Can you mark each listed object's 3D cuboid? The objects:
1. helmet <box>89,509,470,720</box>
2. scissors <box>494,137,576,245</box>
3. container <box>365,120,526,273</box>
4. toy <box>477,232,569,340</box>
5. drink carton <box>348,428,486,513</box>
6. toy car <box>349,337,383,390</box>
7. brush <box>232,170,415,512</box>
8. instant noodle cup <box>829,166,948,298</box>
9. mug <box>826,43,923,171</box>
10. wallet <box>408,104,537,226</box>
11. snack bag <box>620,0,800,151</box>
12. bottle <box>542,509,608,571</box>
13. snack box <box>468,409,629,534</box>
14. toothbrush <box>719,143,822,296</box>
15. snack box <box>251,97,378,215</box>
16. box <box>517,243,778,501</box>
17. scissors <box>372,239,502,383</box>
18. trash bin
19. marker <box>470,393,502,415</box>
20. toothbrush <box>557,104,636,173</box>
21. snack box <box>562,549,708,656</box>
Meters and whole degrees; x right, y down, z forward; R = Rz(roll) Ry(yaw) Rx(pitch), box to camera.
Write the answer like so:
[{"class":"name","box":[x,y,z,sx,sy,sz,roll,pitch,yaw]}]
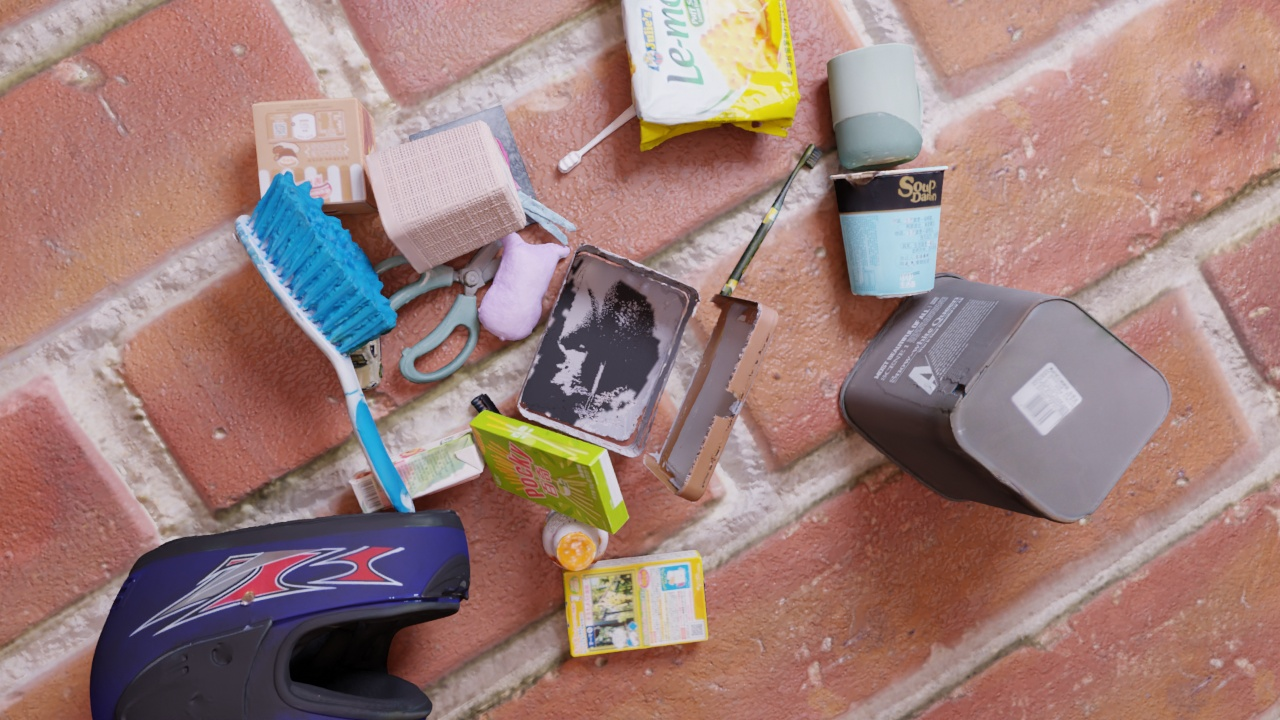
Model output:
[{"class":"helmet","box":[-0.293,0.268,0.783,0.315,0.247,0.240,-11,75,3]},{"class":"scissors","box":[-0.124,-0.151,0.887,0.137,0.017,0.072,43,91,-11]},{"class":"container","box":[-0.171,-0.149,0.823,0.111,0.090,0.089,-21,68,1]},{"class":"toy","box":[-0.121,-0.071,0.890,0.083,0.039,0.108,18,95,-29]},{"class":"drink carton","box":[-0.212,0.108,0.886,0.122,0.053,0.045,-20,96,-4]},{"class":"toy car","box":[-0.273,-0.015,0.885,0.042,0.035,0.090,-3,95,-4]},{"class":"brush","box":[-0.257,-0.008,0.818,0.109,0.060,0.314,-32,98,11]},{"class":"instant noodle cup","box":[0.242,-0.124,0.896,0.111,0.111,0.120,-5,100,-5]},{"class":"mug","box":[0.240,-0.246,0.904,0.111,0.082,0.106,-10,93,-36]},{"class":"wallet","box":[-0.160,-0.177,0.897,0.097,0.019,0.121,-20,95,-2]},{"class":"snack bag","box":[0.058,-0.329,0.877,0.158,0.068,0.246,-7,88,-6]},{"class":"bottle","box":[-0.062,0.169,0.874,0.063,0.108,0.063,0,92,-4]},{"class":"snack box","box":[-0.086,0.100,0.844,0.026,0.156,0.086,-43,132,-35]},{"class":"toothbrush","box":[0.130,-0.137,0.927,0.017,0.012,0.186,31,89,-17]},{"class":"snack box","box":[-0.298,-0.186,0.853,0.092,0.077,0.094,-5,92,-5]},{"class":"box","box":[-0.014,-0.001,0.835,0.157,0.217,0.180,22,92,-18]},{"class":"scissors","box":[-0.182,-0.049,0.892,0.178,0.019,0.161,-25,111,-19]},{"class":"trash bin","box":[0.330,0.034,0.849,0.198,0.220,0.199,37,90,-5]},{"class":"marker","box":[-0.120,0.086,0.909,0.130,0.023,0.018,50,53,-4]},{"class":"toothbrush","box":[-0.011,-0.245,0.907,0.180,0.016,0.016,-40,98,-4]},{"class":"snack box","box":[-0.005,0.243,0.921,0.140,0.034,0.087,-6,93,-6]}]
